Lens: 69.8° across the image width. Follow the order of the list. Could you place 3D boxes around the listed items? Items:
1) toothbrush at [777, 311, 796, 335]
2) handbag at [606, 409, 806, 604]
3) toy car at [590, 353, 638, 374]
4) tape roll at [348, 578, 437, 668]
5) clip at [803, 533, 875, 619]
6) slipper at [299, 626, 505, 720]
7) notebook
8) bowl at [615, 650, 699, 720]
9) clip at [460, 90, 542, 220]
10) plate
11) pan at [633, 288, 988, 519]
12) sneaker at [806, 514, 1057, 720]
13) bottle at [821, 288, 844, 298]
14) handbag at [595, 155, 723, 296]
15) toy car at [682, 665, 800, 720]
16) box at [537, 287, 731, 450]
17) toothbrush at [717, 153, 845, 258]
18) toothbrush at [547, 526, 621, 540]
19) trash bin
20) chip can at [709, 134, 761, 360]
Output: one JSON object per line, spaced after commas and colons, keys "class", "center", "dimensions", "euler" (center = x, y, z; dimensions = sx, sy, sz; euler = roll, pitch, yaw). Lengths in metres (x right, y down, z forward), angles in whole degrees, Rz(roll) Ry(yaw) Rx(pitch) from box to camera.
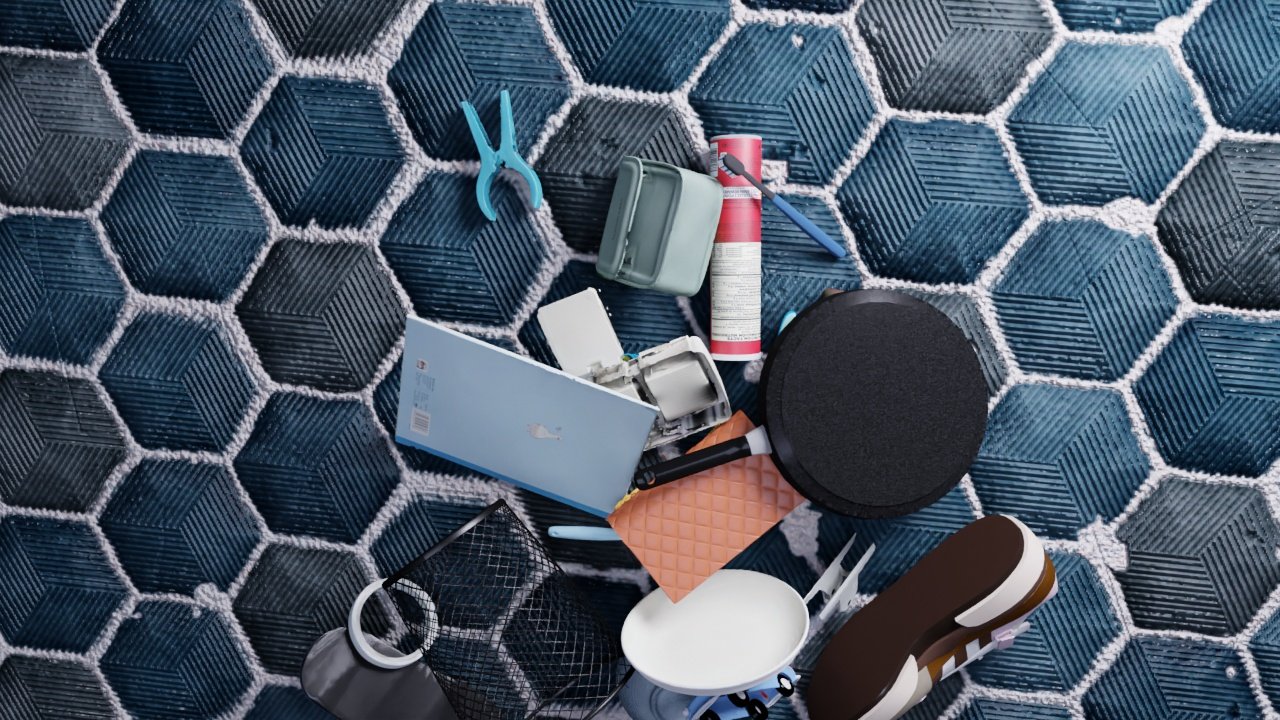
{"class": "toothbrush", "center": [0.142, 0.017, 0.932], "dimensions": [0.022, 0.017, 0.135], "euler": [10, 98, 6]}
{"class": "handbag", "center": [0.065, 0.144, 0.926], "dimensions": [0.172, 0.060, 0.109], "euler": [-39, 93, 0]}
{"class": "toy car", "center": [-0.039, 0.021, 0.936], "dimensions": [0.105, 0.032, 0.048], "euler": [-14, 122, -2]}
{"class": "tape roll", "center": [-0.259, 0.275, 0.964], "dimensions": [0.093, 0.092, 0.013], "euler": [45, 134, -2]}
{"class": "clip", "center": [0.210, 0.233, 0.931], "dimensions": [0.101, 0.052, 0.059], "euler": [-43, 123, -26]}
{"class": "slipper", "center": [-0.250, 0.381, 0.986], "dimensions": [0.265, 0.084, 0.108], "euler": [39, 58, -14]}
{"class": "notebook", "center": [-0.122, 0.064, 0.915], "dimensions": [0.253, 0.009, 0.182], "euler": [21, 132, 1]}
{"class": "bowl", "center": [0.039, 0.349, 0.963], "dimensions": [0.137, 0.057, 0.137], "euler": [1, 98, 5]}
{"class": "clip", "center": [-0.158, -0.197, 0.925], "dimensions": [0.120, 0.030, 0.130], "euler": [-30, 94, 12]}
{"class": "plate", "center": [0.073, 0.268, 0.892], "dimensions": [0.182, 0.182, 0.034], "euler": [-9, 110, 5]}
{"class": "pan", "center": [0.164, 0.062, 0.878], "dimensions": [0.356, 0.034, 0.225], "euler": [-18, 89, -6]}
{"class": "sneaker", "center": [0.299, 0.287, 0.924], "dimensions": [0.116, 0.111, 0.294], "euler": [39, 99, -22]}
{"class": "bottle", "center": [0.187, -0.019, 0.919], "dimensions": [0.025, 0.025, 0.106], "euler": [8, 98, 3]}
{"class": "handbag", "center": [0.012, -0.128, 0.885], "dimensions": [0.106, 0.067, 0.122], "euler": [22, 103, 42]}
{"class": "toy car", "center": [0.100, 0.331, 0.922], "dimensions": [0.056, 0.153, 0.054], "euler": [-52, 53, 20]}
{"class": "box", "center": [-0.006, 0.004, 0.890], "dimensions": [0.143, 0.044, 0.184], "euler": [-20, 124, 8]}
{"class": "toothbrush", "center": [0.139, -0.146, 0.881], "dimensions": [0.167, 0.014, 0.014], "euler": [33, 66, -26]}
{"class": "toothbrush", "center": [-0.021, 0.185, 0.967], "dimensions": [0.155, 0.016, 0.022], "euler": [2, 107, 4]}
{"class": "trash bin", "center": [-0.136, 0.264, 0.912], "dimensions": [0.184, 0.184, 0.210], "euler": [-36, 88, 8]}
{"class": "chip can", "center": [0.093, -0.109, 0.902], "dimensions": [0.052, 0.051, 0.215], "euler": [0, 97, 4]}
